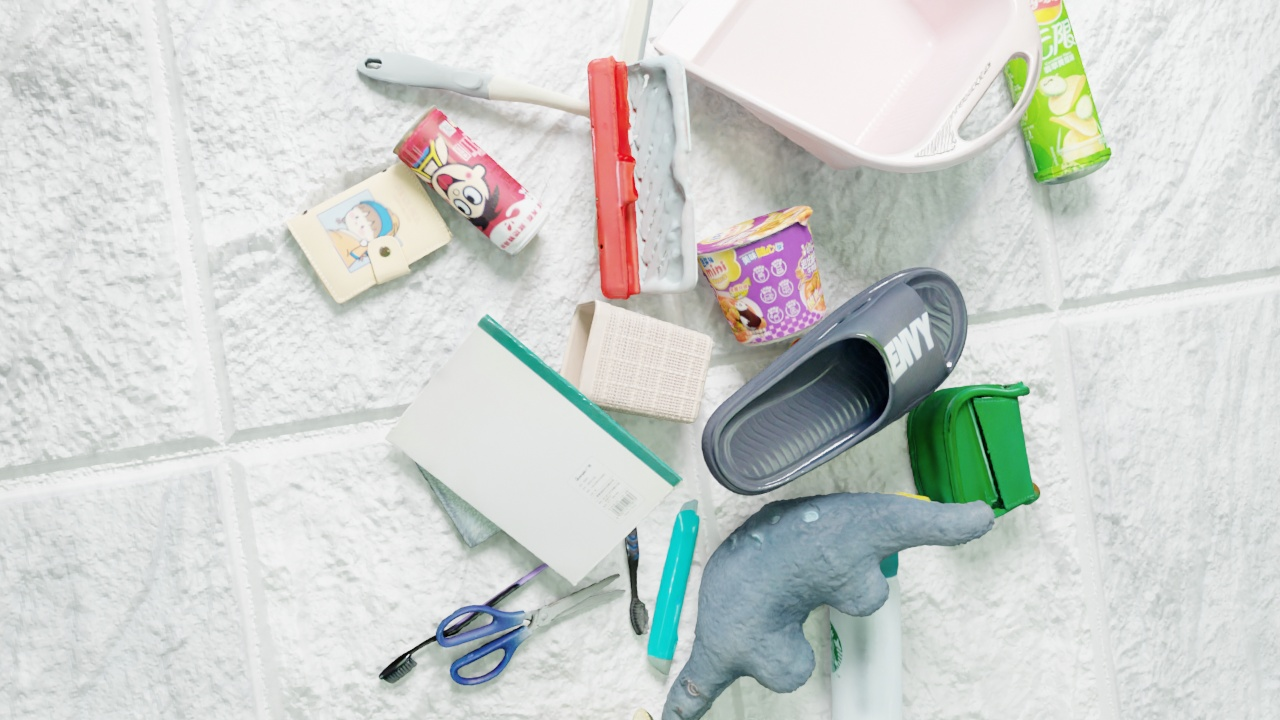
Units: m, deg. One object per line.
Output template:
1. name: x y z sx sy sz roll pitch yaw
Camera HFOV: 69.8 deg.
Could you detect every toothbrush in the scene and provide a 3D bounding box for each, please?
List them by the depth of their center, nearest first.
1. toothbrush: -0.144 0.224 0.802 0.189 0.014 0.017 -33 104 -11
2. toothbrush: -0.008 0.156 0.832 0.014 0.016 0.189 -5 90 -26

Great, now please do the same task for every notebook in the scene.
1. notebook: -0.090 0.080 0.760 0.209 0.012 0.151 40 113 -6

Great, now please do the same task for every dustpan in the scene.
1. dustpan: 0.187 -0.282 0.766 0.273 0.139 0.222 36 84 -12

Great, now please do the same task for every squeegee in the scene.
1. squeegee: -0.121 -0.234 0.796 0.246 0.039 0.246 10 88 -12

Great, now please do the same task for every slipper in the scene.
1. slipper: 0.175 0.023 0.756 0.268 0.083 0.110 -34 99 -9

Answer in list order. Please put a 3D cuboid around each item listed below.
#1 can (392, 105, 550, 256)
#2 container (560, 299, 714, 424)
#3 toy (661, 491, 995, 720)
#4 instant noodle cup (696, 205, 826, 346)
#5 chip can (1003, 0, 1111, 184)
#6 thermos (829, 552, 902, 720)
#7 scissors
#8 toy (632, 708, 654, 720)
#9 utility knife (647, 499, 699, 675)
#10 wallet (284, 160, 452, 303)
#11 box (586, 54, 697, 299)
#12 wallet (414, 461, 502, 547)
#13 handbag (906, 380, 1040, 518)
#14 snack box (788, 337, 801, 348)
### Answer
1. can: -0.141 -0.150 0.779 0.132 0.053 0.053 42 81 -14
2. container: -0.005 0.005 0.797 0.111 0.090 0.090 13 87 -15
3. toy: 0.129 0.200 0.807 0.357 0.091 0.138 -42 75 10
4. instant noodle cup: 0.111 -0.072 0.816 0.111 0.111 0.099 -23 103 -12
5. chip can: 0.391 -0.282 0.891 0.072 0.073 0.221 -20 94 -12
6. thermos: 0.207 0.268 0.853 0.073 0.073 0.224 -1 90 -13
7. scissors: -0.097 0.220 0.805 0.173 0.012 0.128 -46 115 -5
8. toy: -0.021 0.356 0.802 0.157 0.066 0.105 14 95 1
9. utility knife: 0.031 0.206 0.842 0.029 0.013 0.161 14 84 -15
10. wallet: -0.228 -0.107 0.781 0.115 0.024 0.087 -31 91 -12
11. box: 0.008 -0.156 0.787 0.092 0.094 0.201 -4 99 3
12. wallet: -0.123 0.093 0.806 0.120 0.019 0.097 -31 94 -9
13. handbag: 0.326 0.087 0.884 0.120 0.068 0.131 -8 90 -20
14. snack box: 0.163 0.029 0.836 0.082 0.080 0.091 27 85 -10
